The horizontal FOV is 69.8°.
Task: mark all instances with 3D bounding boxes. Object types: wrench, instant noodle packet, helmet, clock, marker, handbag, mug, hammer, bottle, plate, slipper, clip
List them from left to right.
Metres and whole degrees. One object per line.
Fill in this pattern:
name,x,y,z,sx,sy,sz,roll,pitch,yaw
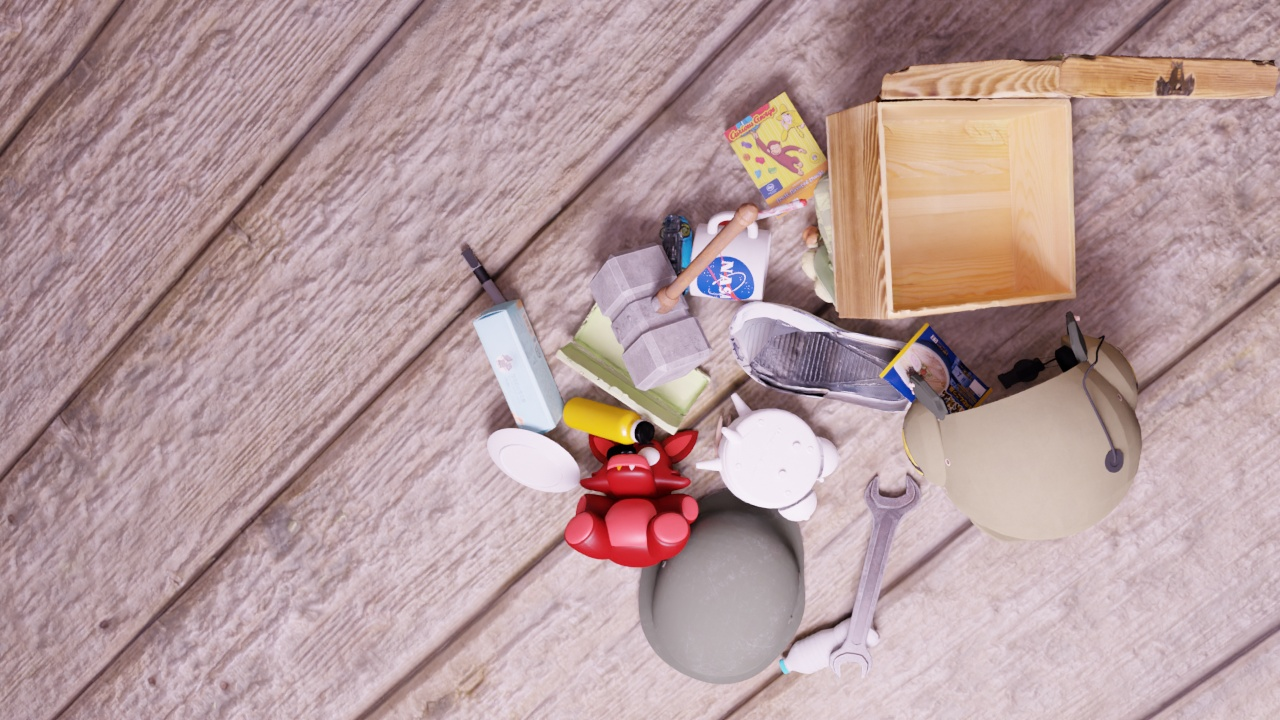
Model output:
marker,-0.200,-0.092,1.257,0.016,0.016,0.140,-35,90,13
plate,-0.146,0.140,1.236,0.134,0.011,0.135,14,140,12
bottle,-0.040,0.081,1.196,0.144,0.043,0.043,12,101,46
hammer,0.055,-0.097,1.059,0.082,0.319,0.162,-19,78,-29
clip,0.108,0.099,1.221,0.049,0.025,0.061,-28,99,17
helmet,0.110,0.295,1.179,0.227,0.154,0.267,23,85,7
mug,0.113,-0.134,1.145,0.090,0.090,0.121,7,133,10
marker,0.145,-0.181,1.149,0.142,0.012,0.013,-11,96,40
clock,0.167,0.125,1.169,0.161,0.073,0.125,29,83,-4
slipper,0.234,-0.002,1.165,0.264,0.063,0.111,13,98,-4
bottle,0.248,0.380,1.218,0.136,0.044,0.044,-29,91,13
handbag,0.249,-0.147,1.114,0.117,0.113,0.186,-7,109,38
wrench,0.299,0.278,1.184,0.070,0.010,0.273,14,87,13
instant noodle packet,0.369,0.028,1.141,0.134,0.026,0.087,41,91,-17
helmet,0.430,0.087,1.028,0.251,0.255,0.233,-24,89,14

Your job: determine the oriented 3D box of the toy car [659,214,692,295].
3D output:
toy car,0.050,-0.136,1.191,0.032,0.048,0.105,-8,100,-34

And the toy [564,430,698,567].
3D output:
toy,-0.007,0.168,1.180,0.158,0.196,0.121,-4,139,13

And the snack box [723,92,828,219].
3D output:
snack box,0.177,-0.255,1.152,0.088,0.040,0.126,-32,91,13

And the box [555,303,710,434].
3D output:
box,-0.005,0.006,1.202,0.188,0.098,0.082,33,102,2

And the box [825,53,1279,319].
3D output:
box,0.396,-0.196,0.927,0.278,0.337,0.286,-7,95,-21

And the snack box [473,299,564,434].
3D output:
snack box,-0.159,0.009,1.221,0.053,0.075,0.175,-20,102,11
